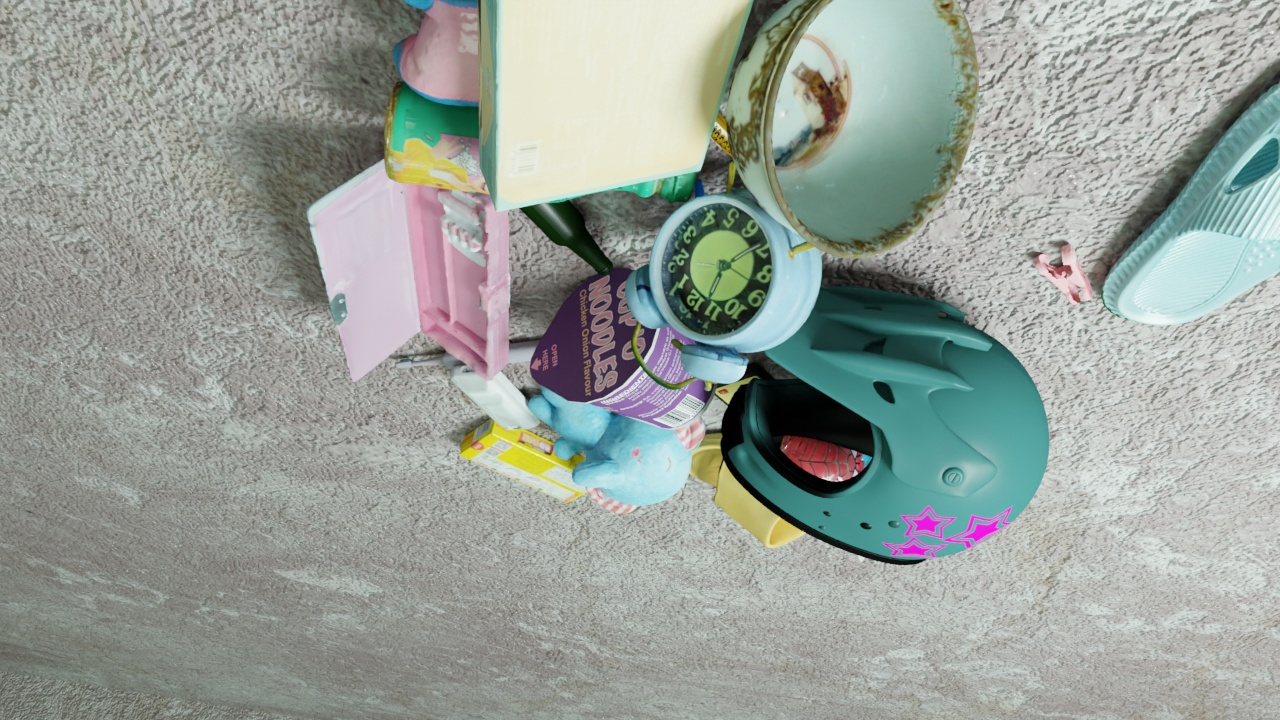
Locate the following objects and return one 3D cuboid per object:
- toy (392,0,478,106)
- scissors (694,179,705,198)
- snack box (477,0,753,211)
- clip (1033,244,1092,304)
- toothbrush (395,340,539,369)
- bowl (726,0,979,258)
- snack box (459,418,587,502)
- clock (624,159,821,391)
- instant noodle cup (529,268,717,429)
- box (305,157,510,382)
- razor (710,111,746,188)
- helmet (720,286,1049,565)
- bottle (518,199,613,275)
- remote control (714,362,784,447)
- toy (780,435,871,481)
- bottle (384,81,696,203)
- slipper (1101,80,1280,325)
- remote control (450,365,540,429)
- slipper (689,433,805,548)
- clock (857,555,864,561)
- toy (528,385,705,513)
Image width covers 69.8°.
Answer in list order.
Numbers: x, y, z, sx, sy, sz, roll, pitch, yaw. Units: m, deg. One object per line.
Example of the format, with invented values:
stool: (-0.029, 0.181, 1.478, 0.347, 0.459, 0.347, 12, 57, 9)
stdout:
toy: (-0.098, -0.220, 0.508, 0.224, 0.098, 0.192, -2, 150, -4)
scissors: (0.055, -0.072, 0.705, 0.125, 0.016, 0.123, -43, 111, 13)
snack box: (-0.017, -0.166, 0.513, 0.141, 0.044, 0.194, -15, 156, -16)
clip: (0.328, -0.068, 0.696, 0.060, 0.023, 0.045, 24, 144, -11)
toothbrush: (-0.159, -0.004, 0.898, 0.188, 0.019, 0.018, -6, 127, 20)
bowl: (0.111, -0.149, 0.547, 0.160, 0.160, 0.094, 42, 175, -38)
snack box: (-0.124, 0.116, 1.054, 0.152, 0.025, 0.075, 29, 141, -26)
clock: (0.054, -0.050, 0.650, 0.060, 0.118, 0.162, -5, 134, -56)
instant noodle cup: (-0.005, 0.005, 0.802, 0.137, 0.121, 0.122, -25, 143, 27)
box: (-0.177, -0.051, 0.738, 0.106, 0.115, 0.233, 34, 148, 13)
razor: (0.054, -0.157, 0.630, 0.044, 0.021, 0.144, -7, 145, 44)
helmet: (0.197, 0.040, 0.746, 0.275, 0.176, 0.201, 22, 131, -3)
bottle: (-0.062, -0.108, 0.717, 0.033, 0.033, 0.123, -16, 139, 31)
remote control: (0.127, 0.048, 0.911, 0.058, 0.013, 0.133, -21, 135, 36)
toy: (0.195, 0.100, 0.894, 0.132, 0.092, 0.062, 5, 178, -18)
bottle: (-0.066, -0.144, 0.634, 0.209, 0.068, 0.068, 6, 146, -8)
slipper: (0.412, -0.093, 0.600, 0.116, 0.069, 0.277, 16, 145, -4)
remote control: (-0.147, 0.041, 0.938, 0.050, 0.022, 0.133, -3, 154, 16)
slipper: (0.157, 0.152, 0.954, 0.263, 0.078, 0.100, 19, 143, 16)
clock: (0.288, 0.172, 1.009, 0.120, 0.061, 0.160, 23, 144, -19)
toy: (-0.032, 0.085, 0.930, 0.180, 0.114, 0.184, 31, 131, -10)
